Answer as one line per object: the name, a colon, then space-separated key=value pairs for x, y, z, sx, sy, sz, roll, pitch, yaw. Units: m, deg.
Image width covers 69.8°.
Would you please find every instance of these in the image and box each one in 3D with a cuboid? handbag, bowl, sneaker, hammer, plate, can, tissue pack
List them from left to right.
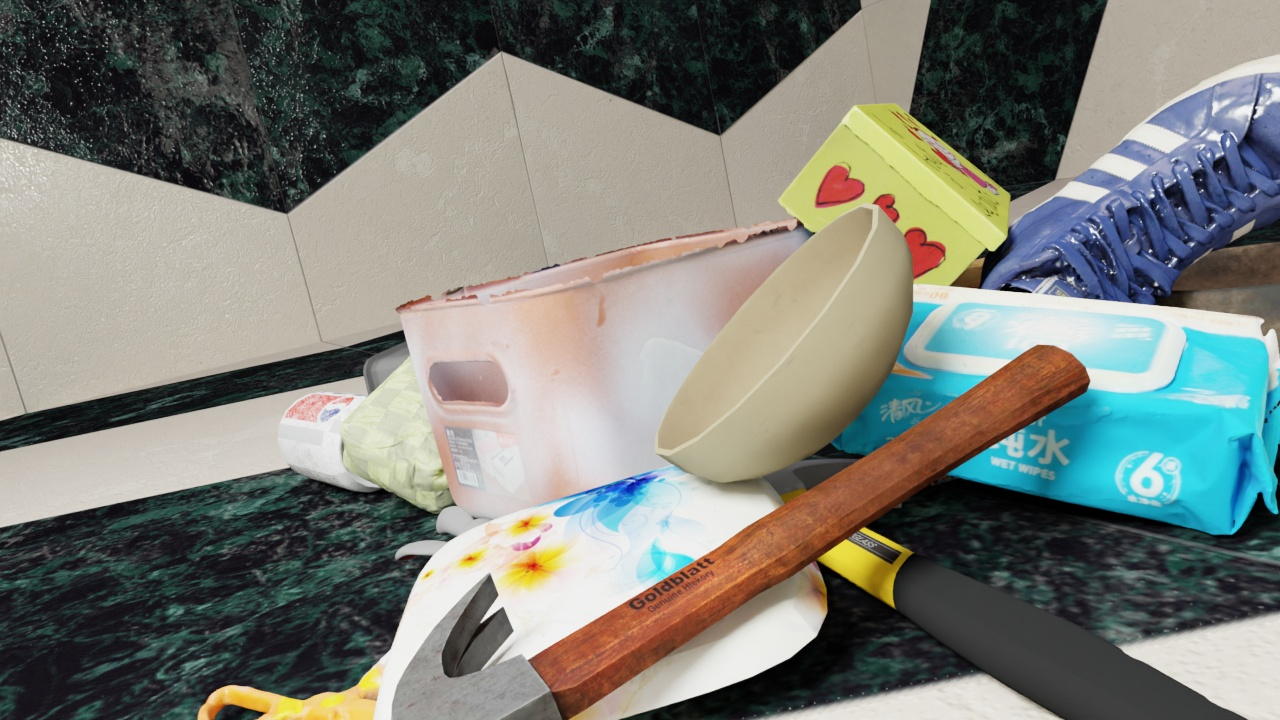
can: x=-0.249 y=0.067 z=0.778 sx=0.078 sy=0.078 sz=0.136 roll=-19 pitch=12 yaw=-37
handbag: x=-0.143 y=0.020 z=0.691 sx=0.113 sy=0.117 sz=0.186 roll=15 pitch=35 yaw=8
plate: x=-0.022 y=0.094 z=0.404 sx=0.187 sy=0.016 sz=0.187 roll=-17 pitch=15 yaw=1
hammer: x=0.053 y=0.065 z=0.336 sx=0.300 sy=0.028 sz=0.111 roll=-26 pitch=26 yaw=-22
bowl: x=0.075 y=0.001 z=0.432 sx=0.152 sy=0.050 sz=0.152 roll=-49 pitch=7 yaw=8
hammer: x=0.111 y=0.091 z=0.369 sx=0.127 sy=0.029 sz=0.324 roll=-15 pitch=11 yaw=-17
tissue pack: x=0.195 y=0.014 z=0.457 sx=0.210 sy=0.066 sz=0.116 roll=9 pitch=33 yaw=33
sneaker: x=0.280 y=-0.073 z=0.503 sx=0.234 sy=0.091 sz=0.118 roll=-32 pitch=8 yaw=44
bowl: x=0.387 y=-0.026 z=0.576 sx=0.162 sy=0.070 sz=0.162 roll=-11 pitch=10 yaw=2

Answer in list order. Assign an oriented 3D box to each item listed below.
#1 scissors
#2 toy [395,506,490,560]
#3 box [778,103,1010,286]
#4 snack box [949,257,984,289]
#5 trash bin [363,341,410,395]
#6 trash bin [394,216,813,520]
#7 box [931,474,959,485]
scissors: x=-0.127 y=0.145 z=0.385 sx=0.125 sy=0.011 sz=0.129 roll=-1 pitch=16 yaw=27
toy: x=-0.090 y=0.105 z=0.521 sx=0.112 sy=0.030 sz=0.049 roll=2 pitch=31 yaw=36
box: x=0.184 y=-0.112 z=0.633 sx=0.082 sy=0.124 sz=0.220 roll=-51 pitch=-9 yaw=23
snack box: x=0.249 y=-0.026 z=0.707 sx=0.195 sy=0.080 sz=0.145 roll=-14 pitch=10 yaw=-9
trash bin: x=-0.121 y=0.013 z=0.895 sx=0.220 sy=0.097 sz=0.191 roll=-8 pitch=10 yaw=13
trash bin: x=-0.004 y=0.004 z=0.625 sx=0.259 sy=0.157 sz=0.182 roll=-21 pitch=13 yaw=-40
box: x=0.223 y=0.030 z=0.540 sx=0.186 sy=0.060 sz=0.058 roll=-13 pitch=-22 yaw=-11
